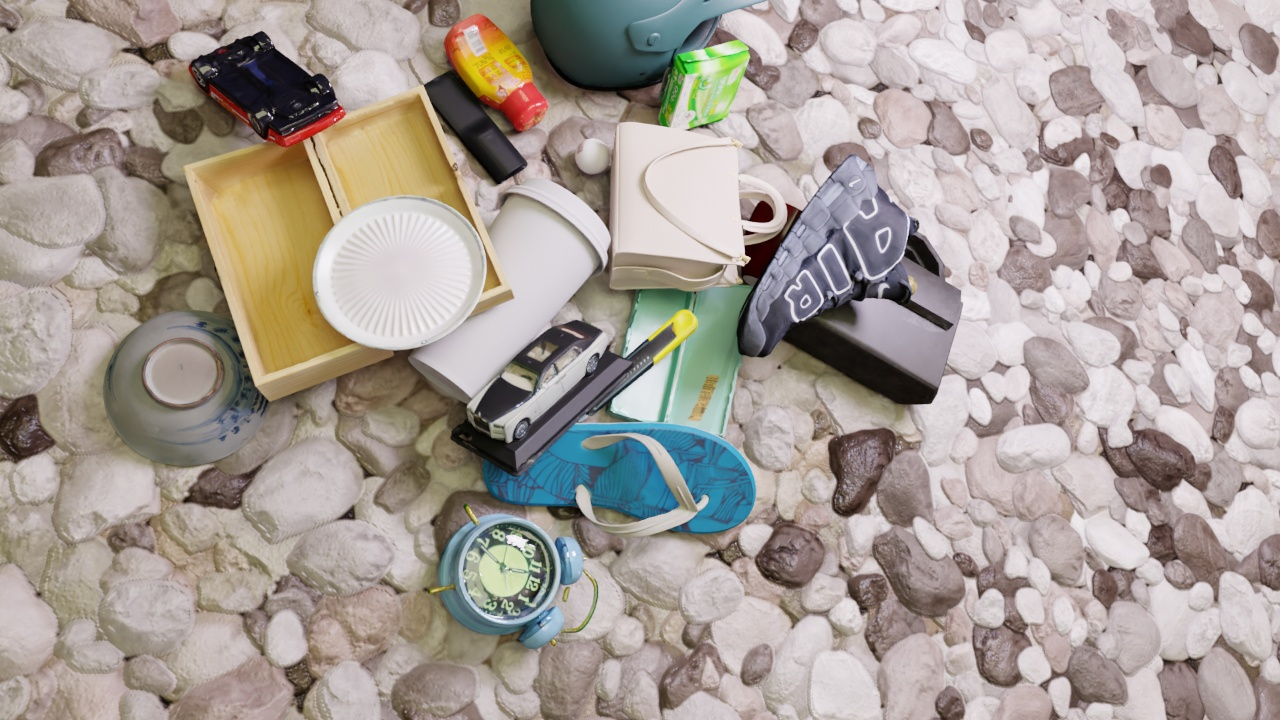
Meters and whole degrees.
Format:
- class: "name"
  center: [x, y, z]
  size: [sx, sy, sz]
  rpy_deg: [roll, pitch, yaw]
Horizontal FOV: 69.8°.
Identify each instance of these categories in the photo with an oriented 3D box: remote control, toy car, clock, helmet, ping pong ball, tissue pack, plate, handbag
- class: "remote control"
  center: [-0.186, -0.264, 1.030]
  size: [0.045, 0.021, 0.140]
  rpy_deg: [-40, 89, -26]
- class: "toy car"
  center: [-0.373, -0.269, 0.912]
  size: [0.081, 0.056, 0.189]
  rpy_deg: [-39, 57, -25]
- class: "clock"
  center: [-0.118, 0.212, 0.890]
  size: [0.162, 0.060, 0.117]
  rpy_deg: [24, 66, -16]
- class: "helmet"
  center: [0.013, -0.424, 1.048]
  size: [0.274, 0.201, 0.176]
  rpy_deg: [-14, 79, -23]
- class: "ping pong ball"
  center: [-0.055, -0.235, 1.056]
  size: [0.040, 0.040, 0.040]
  rpy_deg: [6, 72, -18]
- class: "tissue pack"
  center: [0.073, -0.324, 1.092]
  size: [0.099, 0.114, 0.034]
  rpy_deg: [-21, 66, -24]
- class: "plate"
  center: [-0.220, -0.081, 0.842]
  size: [0.157, 0.014, 0.156]
  rpy_deg: [1, 70, -2]
- class: "handbag"
  center: [0.066, -0.166, 1.023]
  size: [0.198, 0.101, 0.194]
  rpy_deg: [3, 64, -5]
- class: "toy car"
  center: [-0.097, 0.019, 0.911]
  size: [0.094, 0.071, 0.191]
  rpy_deg: [24, 48, 29]
- class: "handbag"
  center: [0.297, -0.079, 1.099]
  size: [0.197, 0.102, 0.199]
  rpy_deg: [28, 67, -10]

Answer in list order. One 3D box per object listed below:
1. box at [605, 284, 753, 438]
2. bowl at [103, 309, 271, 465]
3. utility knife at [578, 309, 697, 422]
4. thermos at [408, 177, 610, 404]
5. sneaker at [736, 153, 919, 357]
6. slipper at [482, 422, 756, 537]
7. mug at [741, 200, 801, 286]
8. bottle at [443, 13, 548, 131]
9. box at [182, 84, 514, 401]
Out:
- class: "box"
  center: [0.046, -0.011, 1.021]
  size: [0.139, 0.052, 0.186]
  rpy_deg: [15, 70, 0]
- class: "bowl"
  center: [-0.417, 0.017, 0.844]
  size: [0.150, 0.057, 0.150]
  rpy_deg: [6, 72, -18]
- class: "utility knife"
  center: [-0.006, 0.006, 0.985]
  size: [0.172, 0.020, 0.029]
  rpy_deg: [-41, 72, -13]
- class: "thermos"
  center: [-0.137, -0.067, 0.939]
  size: [0.131, 0.132, 0.221]
  rpy_deg: [36, 73, -6]
- class: "sneaker"
  center: [0.213, -0.084, 0.989]
  size: [0.151, 0.097, 0.252]
  rpy_deg: [34, 81, 2]
- class: "slipper"
  center: [-0.011, 0.120, 0.935]
  size: [0.294, 0.060, 0.118]
  rpy_deg: [8, 97, -14]
- class: "mug"
  center: [0.167, -0.124, 1.071]
  size: [0.114, 0.087, 0.088]
  rpy_deg: [22, 78, 33]
- class: "bottle"
  center: [-0.160, -0.324, 1.041]
  size: [0.071, 0.049, 0.134]
  rpy_deg: [-39, 89, -25]
- class: "box"
  center: [-0.282, -0.120, 0.884]
  size: [0.253, 0.068, 0.246]
  rpy_deg: [-24, 73, -4]
